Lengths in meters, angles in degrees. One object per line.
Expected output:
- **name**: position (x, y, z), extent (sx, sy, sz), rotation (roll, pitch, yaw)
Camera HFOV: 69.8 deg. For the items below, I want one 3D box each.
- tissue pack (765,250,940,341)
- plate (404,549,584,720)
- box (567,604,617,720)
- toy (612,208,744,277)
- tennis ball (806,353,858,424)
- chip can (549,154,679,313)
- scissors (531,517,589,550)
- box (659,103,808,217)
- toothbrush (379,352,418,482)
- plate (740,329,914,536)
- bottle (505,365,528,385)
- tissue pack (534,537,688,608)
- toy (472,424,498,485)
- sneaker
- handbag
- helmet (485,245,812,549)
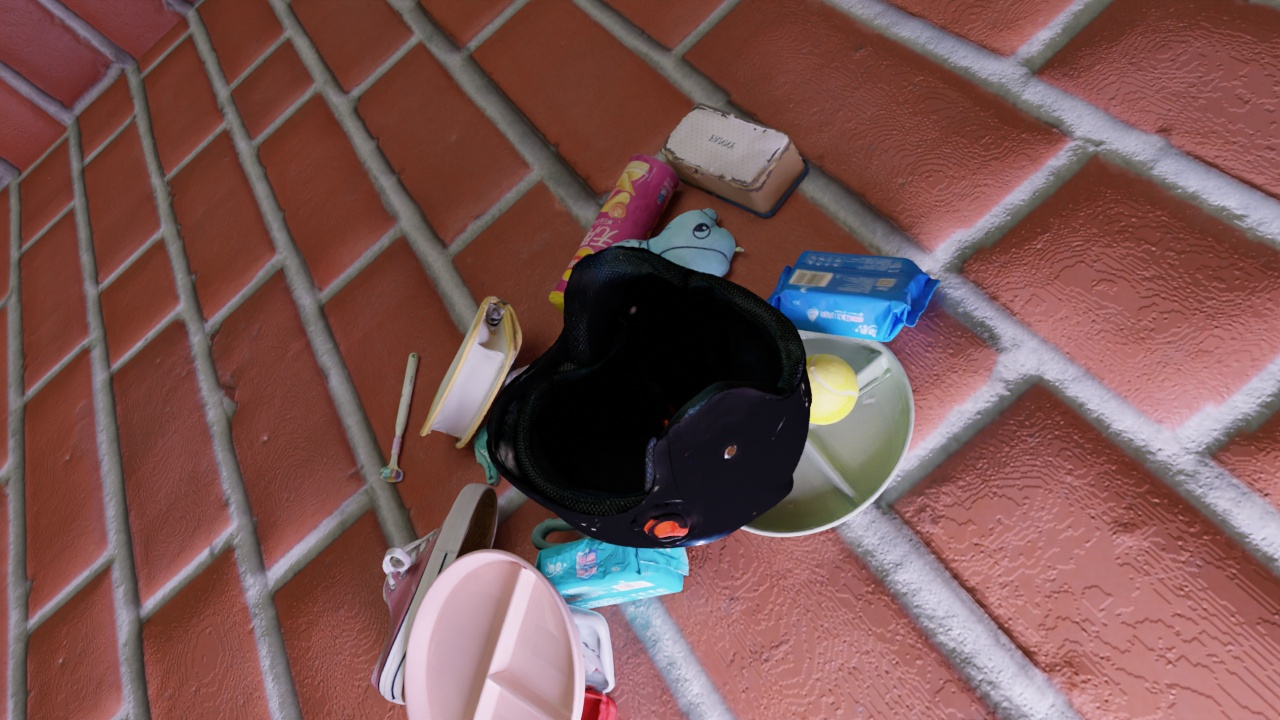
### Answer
- **tissue pack**: position (0.204, -0.062, 0.896), extent (0.157, 0.052, 0.094), rotation (8, 37, 27)
- **plate**: position (-0.137, 0.292, 0.852), extent (0.230, 0.028, 0.229), rotation (-9, 75, 37)
- **box**: position (-0.112, 0.302, 0.885), extent (0.201, 0.063, 0.160), rotation (1, 82, 34)
- **toy**: position (0.038, -0.115, 1.048), extent (0.156, 0.050, 0.161), rotation (9, 61, 11)
- **tennis ball**: position (0.167, 0.026, 0.842), extent (0.066, 0.065, 0.065), rotation (-16, 54, 23)
- **chip can**: position (-0.030, -0.146, 1.111), extent (0.071, 0.071, 0.210), rotation (16, 71, 38)
- **scissors**: position (-0.040, 0.150, 0.938), extent (0.177, 0.019, 0.171), rotation (4, 41, 29)
- **box**: position (0.113, -0.238, 1.087), extent (0.089, 0.063, 0.184), rotation (-50, 50, -4)
- **toothbrush**: position (-0.307, 0.069, 1.188), extent (0.020, 0.029, 0.189), rotation (125, 152, -52)
- **plate**: position (0.152, 0.064, 0.890), extent (0.231, 0.027, 0.229), rotation (-17, 53, 24)
- **bottle**: position (-0.054, 0.005, 1.037), extent (0.197, 0.068, 0.068), rotation (-26, 50, 12)
- **tissue pack**: position (-0.031, 0.200, 0.876), extent (0.134, 0.093, 0.050), rotation (-18, 60, 24)
- **toy**: position (-0.167, 0.093, 1.069), extent (0.092, 0.030, 0.096), rotation (-39, 52, 36)
- **sneaker**: position (-0.233, 0.236, 0.980), extent (0.088, 0.118, 0.240), rotation (19, 77, 18)
- **handbag**: position (-0.197, 0.001, 1.105), extent (0.164, 0.063, 0.178), rotation (-57, 18, 26)
- **helmet**: position (0.016, 0.051, 0.786), extent (0.274, 0.230, 0.233), rotation (-28, 43, -3)
